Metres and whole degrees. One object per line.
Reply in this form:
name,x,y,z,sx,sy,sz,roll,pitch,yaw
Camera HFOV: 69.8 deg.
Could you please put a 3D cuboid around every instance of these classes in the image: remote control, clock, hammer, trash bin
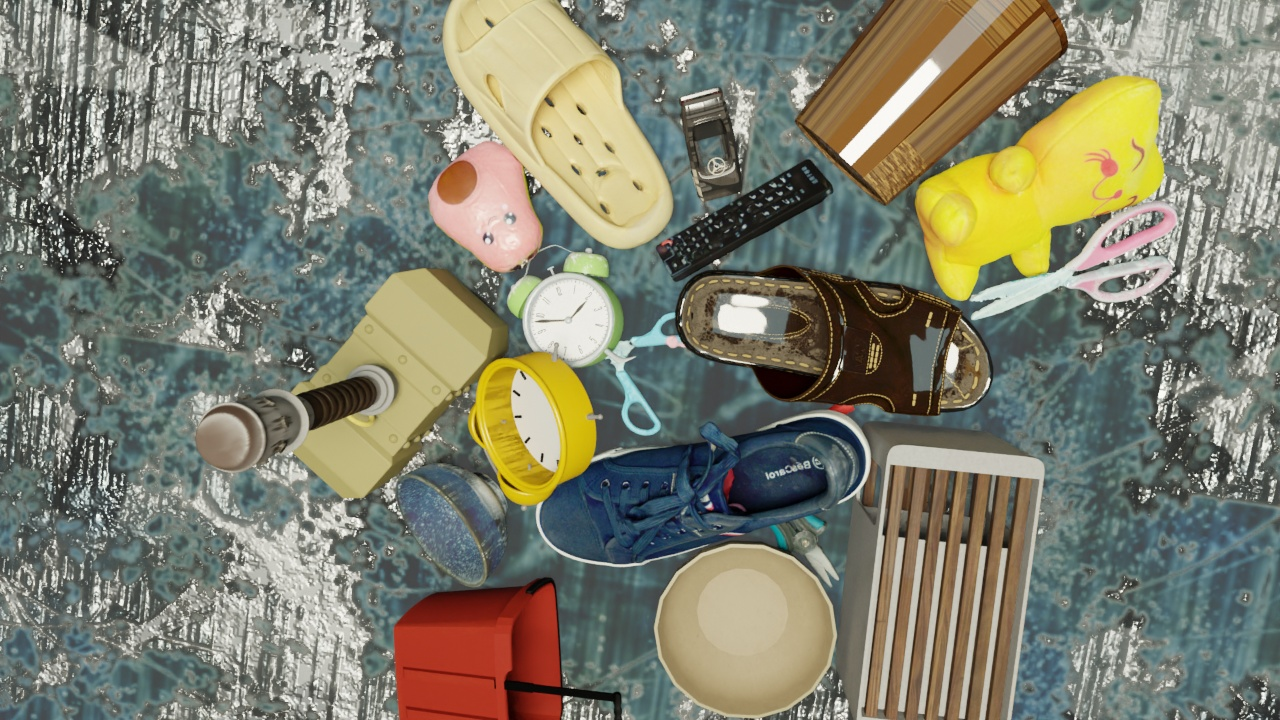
remote control,0.087,-0.114,0.768,0.150,0.047,0.022,-29,137,5
clock,-0.092,0.057,0.760,0.113,0.051,0.152,58,137,15
clock,-0.060,-0.040,0.779,0.094,0.042,0.119,-23,87,11
hammer,-0.216,0.028,0.659,0.100,0.324,0.190,42,97,-1
trash bin,0.235,0.175,0.746,0.114,0.114,0.229,5,96,4

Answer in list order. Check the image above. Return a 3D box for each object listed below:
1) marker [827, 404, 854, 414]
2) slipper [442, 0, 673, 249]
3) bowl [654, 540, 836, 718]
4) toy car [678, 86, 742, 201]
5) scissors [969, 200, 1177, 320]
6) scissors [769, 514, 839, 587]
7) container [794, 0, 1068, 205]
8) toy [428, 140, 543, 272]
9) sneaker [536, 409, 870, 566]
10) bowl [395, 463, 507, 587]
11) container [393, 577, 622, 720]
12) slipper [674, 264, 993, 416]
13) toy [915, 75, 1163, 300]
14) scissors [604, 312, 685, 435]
marker,0.121,0.074,0.796,0.142,0.012,0.013,-32,92,7
slipper,-0.065,-0.207,0.740,0.111,0.079,0.261,-36,94,-8
bowl,0.089,0.225,0.794,0.152,0.050,0.152,0,96,4
toy car,0.058,-0.174,0.751,0.040,0.037,0.092,-14,127,4
scissors,0.350,-0.058,0.747,0.179,0.016,0.103,-27,130,8
scissors,0.122,0.136,0.797,0.142,0.019,0.127,13,103,-2
container,0.214,-0.216,0.709,0.132,0.132,0.167,43,103,-1
toy,-0.124,-0.126,0.774,0.090,0.051,0.110,-39,88,0
sneaker,0.031,0.109,0.734,0.295,0.127,0.120,-16,93,23
bowl,-0.151,0.130,0.789,0.060,0.115,0.114,-37,93,-36
container,-0.097,0.266,0.774,0.201,0.127,0.148,-1,96,14
slipper,0.161,-0.016,0.750,0.268,0.075,0.113,13,95,0
toy,0.311,-0.136,0.726,0.194,0.134,0.087,-30,49,11
scissors,-0.005,0.006,0.801,0.135,0.015,0.133,-7,93,11
